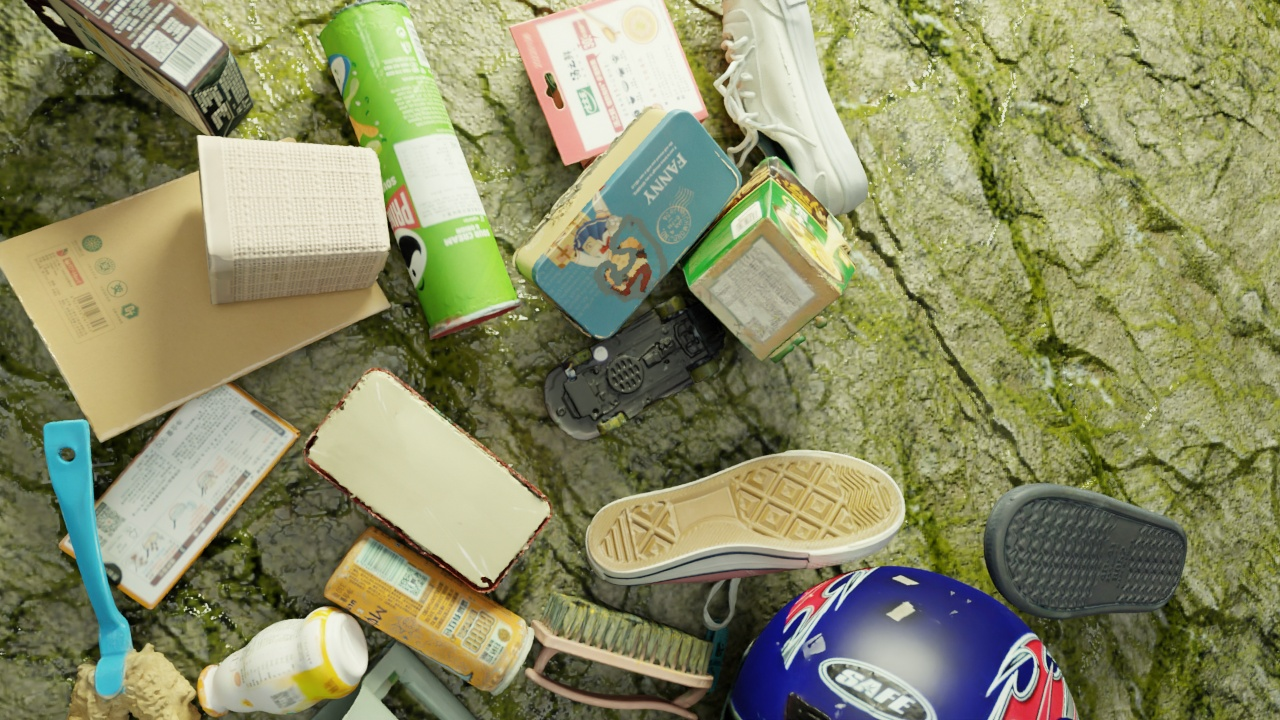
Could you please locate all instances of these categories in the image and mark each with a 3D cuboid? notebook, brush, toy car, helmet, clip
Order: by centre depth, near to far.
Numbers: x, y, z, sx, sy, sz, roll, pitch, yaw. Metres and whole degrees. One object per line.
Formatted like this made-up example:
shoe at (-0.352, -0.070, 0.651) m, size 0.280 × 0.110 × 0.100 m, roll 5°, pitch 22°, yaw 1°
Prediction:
brush at (-0.348, 0.161, 0.597) m, size 0.083 × 0.046 × 0.255 m, roll -6°, pitch 105°, yaw -8°
helmet at (0.164, 0.272, 0.619) m, size 0.314 × 0.248 × 0.241 m, roll -18°, pitch 119°, yaw -53°
notebook at (-0.302, -0.056, 0.633) m, size 0.207 × 0.008 × 0.148 m, roll -30°, pitch 88°, yaw -25°
brush at (-0.012, 0.228, 0.697) m, size 0.145 × 0.063 × 0.073 m, roll 21°, pitch 78°, yaw -15°
toy car at (-0.004, 0.004, 0.718) m, size 0.158 × 0.042 × 0.070 m, roll -28°, pitch 95°, yaw -15°
clip at (0.058, 0.237, 0.736) m, size 0.014 × 0.043 × 0.056 m, roll 15°, pitch 87°, yaw -13°

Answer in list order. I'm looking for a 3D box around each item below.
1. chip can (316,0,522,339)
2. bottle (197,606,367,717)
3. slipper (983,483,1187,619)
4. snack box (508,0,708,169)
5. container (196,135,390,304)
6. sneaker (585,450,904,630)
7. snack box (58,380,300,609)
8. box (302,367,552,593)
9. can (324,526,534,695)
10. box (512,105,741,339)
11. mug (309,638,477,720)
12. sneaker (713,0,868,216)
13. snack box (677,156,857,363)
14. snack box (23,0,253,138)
chip can at (-0.160, -0.137, 0.668) m, size 0.072 × 0.072 × 0.236 m, roll -21°, pitch 93°, yaw -15°
bottle at (-0.247, 0.212, 0.633) m, size 0.108 × 0.063 × 0.063 m, roll -19°, pitch 93°, yaw 4°
slipper at (0.371, 0.163, 0.799) m, size 0.267 × 0.083 × 0.110 m, roll 14°, pitch 92°, yaw -31°
snack box at (-0.027, -0.219, 0.721) m, size 0.127 × 0.044 × 0.113 m, roll -23°, pitch 94°, yaw -16°
container at (-0.233, -0.093, 0.616) m, size 0.110 × 0.090 × 0.090 m, roll -5°, pitch 77°, yaw -25°
sneaker at (0.080, 0.135, 0.712) m, size 0.241 × 0.088 × 0.118 m, roll -12°, pitch 57°, yaw 4°
snack box at (-0.318, 0.089, 0.641) m, size 0.075 × 0.026 × 0.153 m, roll 40°, pitch 79°, yaw -10°
box at (-0.149, 0.083, 0.658) m, size 0.168 × 0.080 × 0.091 m, roll 40°, pitch 79°, yaw -10°
can at (-0.152, 0.181, 0.664) m, size 0.146 × 0.058 × 0.058 m, roll 35°, pitch 79°, yaw -10°
box at (-0.006, -0.109, 0.690) m, size 0.184 × 0.059 × 0.090 m, roll -50°, pitch 123°, yaw 0°
mug at (-0.179, 0.279, 0.649) m, size 0.103 × 0.084 × 0.123 m, roll 49°, pitch 52°, yaw -9°
sneaker at (0.097, -0.219, 0.737) m, size 0.090 × 0.089 × 0.242 m, roll -25°, pitch 100°, yaw -10°
snack box at (0.093, -0.069, 0.690) m, size 0.117 × 0.105 × 0.118 m, roll 44°, pitch 111°, yaw -8°
snack box at (-0.330, -0.209, 0.606) m, size 0.125 × 0.113 × 0.053 m, roll 39°, pitch 78°, yaw -11°
